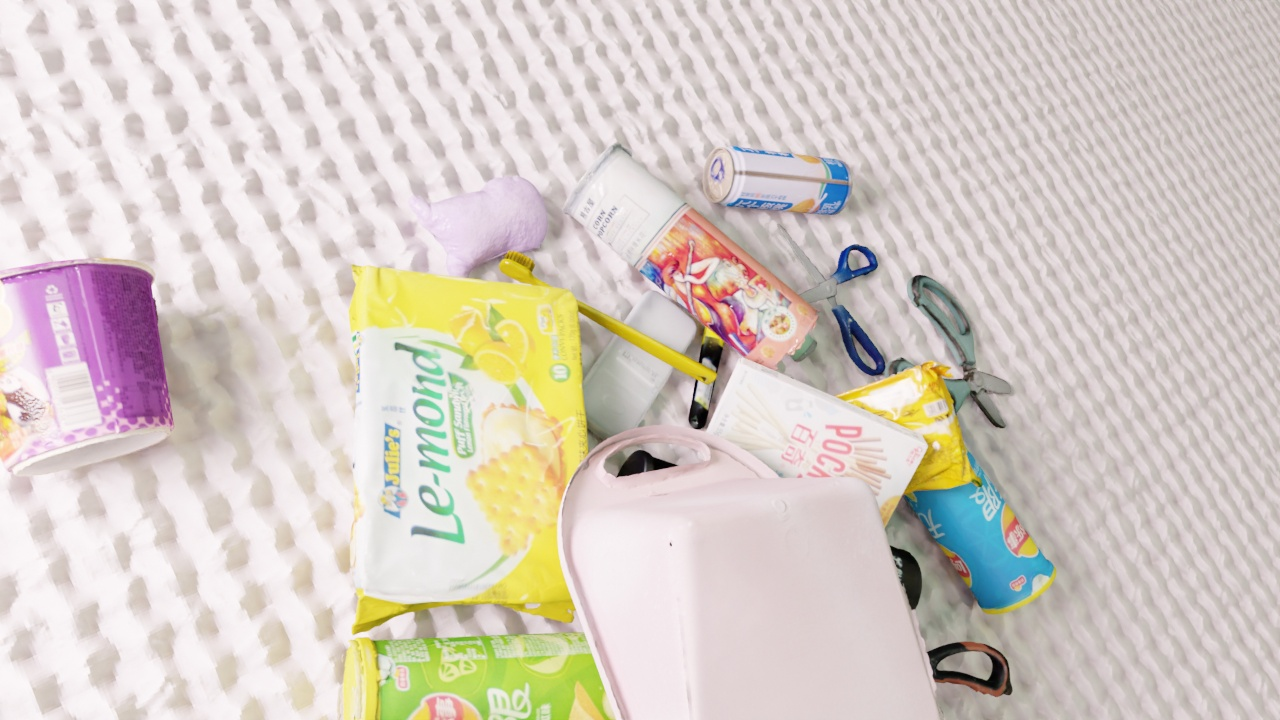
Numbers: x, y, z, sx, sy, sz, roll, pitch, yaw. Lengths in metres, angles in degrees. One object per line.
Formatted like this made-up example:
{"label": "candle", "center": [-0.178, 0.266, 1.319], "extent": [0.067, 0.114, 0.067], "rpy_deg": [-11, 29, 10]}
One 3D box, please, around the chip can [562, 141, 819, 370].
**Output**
{"label": "chip can", "center": [0.042, -0.080, 0.741], "extent": [0.214, 0.071, 0.071], "rpy_deg": [39, 57, -1]}

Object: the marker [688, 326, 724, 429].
{"label": "marker", "center": [0.057, 0.000, 0.764], "extent": [0.018, 0.015, 0.124], "rpy_deg": [20, 65, -14]}

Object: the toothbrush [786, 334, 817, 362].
{"label": "toothbrush", "center": [0.065, -0.081, 0.794], "extent": [0.224, 0.026, 0.027], "rpy_deg": [42, 82, -5]}

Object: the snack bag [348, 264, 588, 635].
{"label": "snack bag", "center": [-0.116, 0.053, 0.619], "extent": [0.157, 0.068, 0.246], "rpy_deg": [5, 68, -26]}

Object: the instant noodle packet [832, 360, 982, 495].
{"label": "instant noodle packet", "center": [0.199, 0.064, 0.742], "extent": [0.111, 0.129, 0.044], "rpy_deg": [71, 20, -5]}

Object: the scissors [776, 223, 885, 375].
{"label": "scissors", "center": [0.178, -0.058, 0.835], "extent": [0.172, 0.012, 0.162], "rpy_deg": [-24, 90, -44]}

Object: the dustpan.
{"label": "dustpan", "center": [0.063, 0.169, 0.583], "extent": [0.222, 0.139, 0.273], "rpy_deg": [-3, 81, -36]}

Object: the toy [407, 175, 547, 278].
{"label": "toy", "center": [-0.114, -0.102, 0.703], "extent": [0.107, 0.039, 0.084], "rpy_deg": [-30, 103, -37]}

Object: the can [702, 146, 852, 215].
{"label": "can", "center": [0.126, -0.164, 0.843], "extent": [0.134, 0.053, 0.053], "rpy_deg": [0, 70, -27]}

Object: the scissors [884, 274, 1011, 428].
{"label": "scissors", "center": [0.293, -0.012, 0.885], "extent": [0.170, 0.019, 0.180], "rpy_deg": [8, 65, -29]}

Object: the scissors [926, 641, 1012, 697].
{"label": "scissors", "center": [0.205, 0.251, 0.695], "extent": [0.188, 0.015, 0.226], "rpy_deg": [-27, 105, -23]}

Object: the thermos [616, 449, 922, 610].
{"label": "thermos", "center": [0.091, 0.148, 0.691], "extent": [0.242, 0.069, 0.089], "rpy_deg": [22, 71, -16]}

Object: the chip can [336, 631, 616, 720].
{"label": "chip can", "center": [-0.071, 0.207, 0.576], "extent": [0.221, 0.073, 0.072], "rpy_deg": [5, 67, -25]}

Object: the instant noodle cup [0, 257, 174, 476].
{"label": "instant noodle cup", "center": [-0.320, 0.007, 0.516], "extent": [0.111, 0.112, 0.099], "rpy_deg": [-17, 87, -32]}

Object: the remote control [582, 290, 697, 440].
{"label": "remote control", "center": [-0.004, 0.004, 0.725], "extent": [0.056, 0.020, 0.135], "rpy_deg": [38, 58, -8]}

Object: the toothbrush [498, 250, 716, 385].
{"label": "toothbrush", "center": [-0.022, -0.032, 0.709], "extent": [0.190, 0.016, 0.016], "rpy_deg": [29, 52, -13]}

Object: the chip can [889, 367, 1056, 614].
{"label": "chip can", "center": [0.264, 0.111, 0.789], "extent": [0.071, 0.071, 0.210], "rpy_deg": [-33, 87, -34]}

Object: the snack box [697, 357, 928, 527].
{"label": "snack box", "center": [0.132, 0.067, 0.712], "extent": [0.157, 0.026, 0.085], "rpy_deg": [24, 104, 3]}
